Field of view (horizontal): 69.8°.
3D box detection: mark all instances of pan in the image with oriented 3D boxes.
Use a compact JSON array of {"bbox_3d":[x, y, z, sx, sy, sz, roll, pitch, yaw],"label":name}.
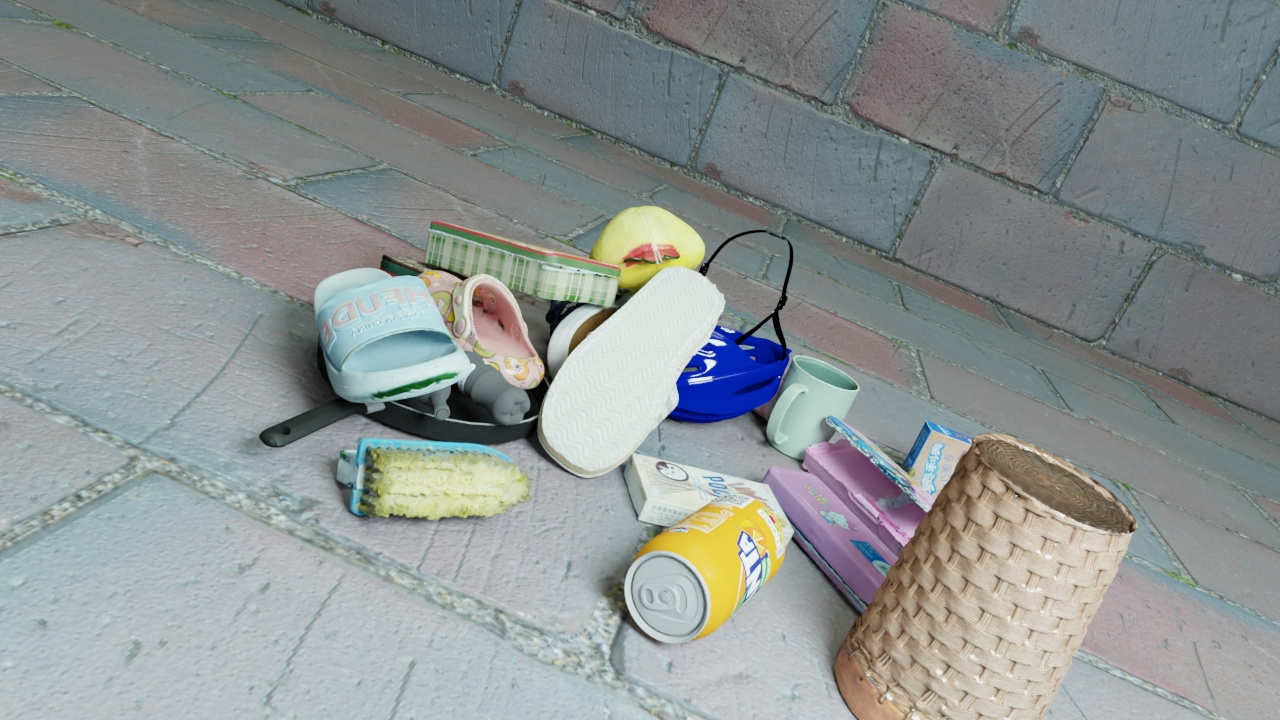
[{"bbox_3d":[-0.217,0.027,0.822,0.225,0.034,0.355,26,20,11],"label":"pan"}]

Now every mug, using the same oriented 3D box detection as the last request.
[{"bbox_3d":[0.186,0.059,1.064,0.084,0.104,0.111,36,23,33],"label":"mug"}]

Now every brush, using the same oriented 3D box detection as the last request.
[{"bbox_3d":[-0.155,0.089,0.704,0.135,0.055,0.075,7,3,-37],"label":"brush"}]

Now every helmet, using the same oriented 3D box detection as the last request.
[{"bbox_3d":[0.087,-0.040,1.035,0.241,0.228,0.148,-1,22,-42],"label":"helmet"}]

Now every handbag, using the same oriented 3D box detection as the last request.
[{"bbox_3d":[-0.221,-0.077,1.063,0.166,0.063,0.138,17,10,-9],"label":"handbag"}]

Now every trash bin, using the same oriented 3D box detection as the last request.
[{"bbox_3d":[0.255,0.178,0.669,0.151,0.210,0.151,19,21,-8],"label":"trash bin"}]

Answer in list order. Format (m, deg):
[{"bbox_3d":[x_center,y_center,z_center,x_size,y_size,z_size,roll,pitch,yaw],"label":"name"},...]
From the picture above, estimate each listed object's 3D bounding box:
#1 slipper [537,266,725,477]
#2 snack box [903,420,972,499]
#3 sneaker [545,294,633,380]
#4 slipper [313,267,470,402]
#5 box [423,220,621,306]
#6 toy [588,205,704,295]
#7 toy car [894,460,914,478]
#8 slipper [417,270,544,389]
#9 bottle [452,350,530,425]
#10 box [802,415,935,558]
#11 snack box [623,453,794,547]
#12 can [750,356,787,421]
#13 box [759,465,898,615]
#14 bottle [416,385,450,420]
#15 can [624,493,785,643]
[{"bbox_3d":[-0.005,0.005,0.908,0.114,0.054,0.271,37,57,0],"label":"slipper"},{"bbox_3d":[0.394,0.139,1.100,0.151,0.087,0.034,21,19,-4],"label":"snack box"},{"bbox_3d":[-0.077,-0.036,1.071,0.127,0.121,0.294,3,14,13],"label":"sneaker"},{"bbox_3d":[-0.226,-0.036,0.780,0.104,0.074,0.245,-18,32,-23],"label":"slipper"},{"bbox_3d":[-0.129,-0.104,0.985,0.206,0.050,0.117,20,12,40],"label":"box"},{"bbox_3d":[0.002,-0.119,1.057,0.133,0.092,0.208,-11,-8,-8],"label":"toy"},{"bbox_3d":[0.288,0.146,1.056,0.039,0.027,0.089,21,34,21],"label":"toy car"},{"bbox_3d":[-0.158,-0.045,0.911,0.093,0.082,0.197,1,30,-49],"label":"slipper"},{"bbox_3d":[-0.145,0.018,0.820,0.110,0.036,0.036,35,23,29],"label":"bottle"},{"bbox_3d":[0.269,0.138,0.961,0.084,0.077,0.230,-10,32,-23],"label":"box"},{"bbox_3d":[0.063,0.132,0.858,0.150,0.026,0.082,15,20,-18],"label":"snack box"},{"bbox_3d":[0.158,0.034,1.154,0.067,0.067,0.076,-1,30,-48],"label":"can"},{"bbox_3d":[0.190,0.175,0.874,0.076,0.036,0.214,13,21,-33],"label":"box"},{"bbox_3d":[-0.181,0.018,0.787,0.030,0.030,0.113,11,22,-29],"label":"bottle"},{"bbox_3d":[0.052,0.157,0.702,0.079,0.079,0.142,31,21,22],"label":"can"}]
